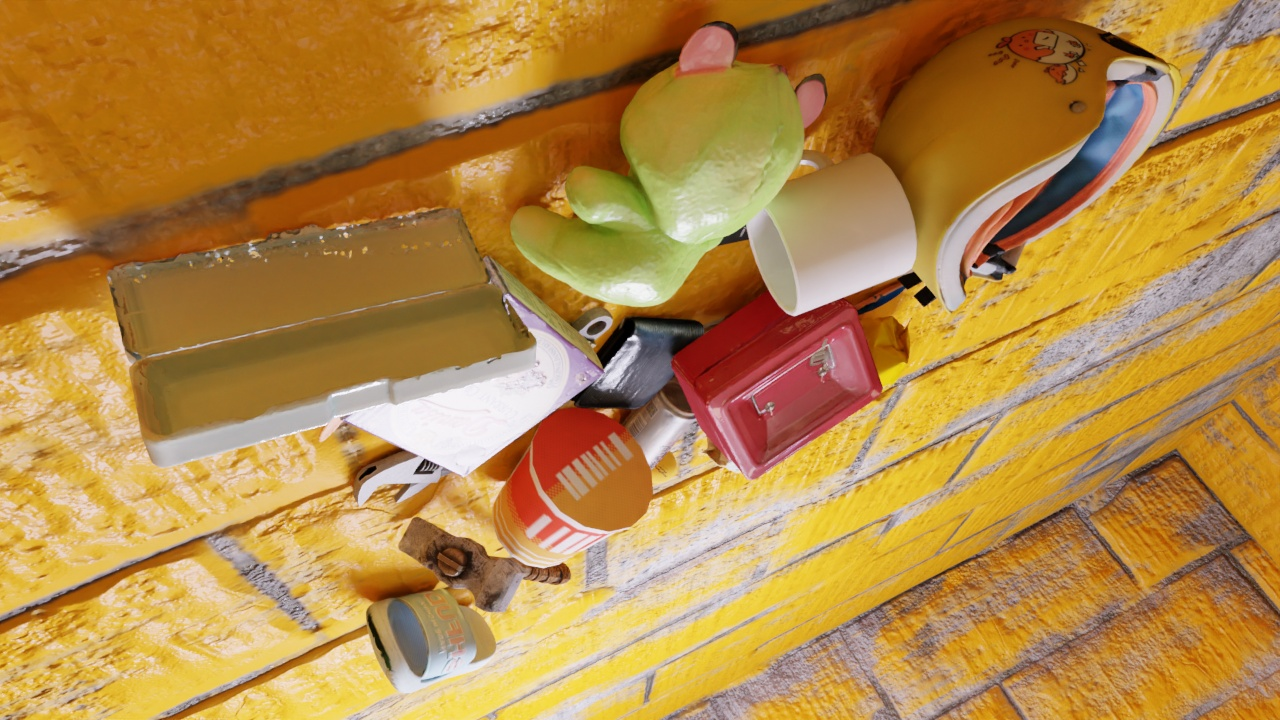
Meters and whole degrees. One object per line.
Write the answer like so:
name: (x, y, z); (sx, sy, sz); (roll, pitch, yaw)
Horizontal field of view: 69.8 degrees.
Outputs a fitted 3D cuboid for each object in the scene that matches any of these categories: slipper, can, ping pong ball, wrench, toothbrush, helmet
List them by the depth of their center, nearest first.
helmet: (0.268, -0.166, 0.684); (0.239, 0.139, 0.210); (-29, 155, -32)
wrench: (-0.131, 0.042, 0.764); (0.274, 0.018, 0.083); (-39, 151, 16)
can: (0.006, 0.075, 0.913); (0.054, 0.054, 0.136); (-3, 142, -42)
toothbrush: (0.223, -0.054, 0.950); (0.135, 0.017, 0.022); (-21, 153, -16)
ping pong ball: (0.020, 0.115, 1.007); (0.040, 0.040, 0.040); (-23, 152, -14)
slipper: (-0.222, 0.304, 1.030); (0.074, 0.104, 0.245); (-36, 158, 6)

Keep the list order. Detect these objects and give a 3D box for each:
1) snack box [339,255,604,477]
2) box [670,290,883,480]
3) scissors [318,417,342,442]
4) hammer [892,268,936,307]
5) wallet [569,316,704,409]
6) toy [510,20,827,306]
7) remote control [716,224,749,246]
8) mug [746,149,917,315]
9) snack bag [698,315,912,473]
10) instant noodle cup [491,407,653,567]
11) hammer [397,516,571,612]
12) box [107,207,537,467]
snack box: (-0.121, 0.011, 0.667); (0.148, 0.040, 0.143); (-37, 147, 8)
box: (0.121, 0.012, 0.823); (0.157, 0.092, 0.129); (-32, 135, -4)
scissors: (-0.206, 0.020, 0.663); (0.125, 0.011, 0.128); (-45, 147, 24)
hammer: (0.243, -0.092, 0.826); (0.304, 0.040, 0.133); (-17, 152, -47)
wallet: (-0.005, 0.005, 0.817); (0.089, 0.026, 0.115); (1, 139, -43)
toy: (0.025, -0.109, 0.582); (0.197, 0.107, 0.150); (-37, 151, 30)
remote control: (0.098, -0.116, 0.735); (0.146, 0.008, 0.045); (-15, 149, -27)
mug: (0.129, -0.103, 0.664); (0.090, 0.121, 0.091); (-21, 157, -5)
snack bag: (0.174, 0.038, 0.976); (0.247, 0.068, 0.159); (-31, 165, 3)
instant noodle cup: (-0.073, 0.129, 0.868); (0.123, 0.123, 0.121); (-5, 151, -40)
hammer: (-0.140, 0.223, 0.992); (0.049, 0.121, 0.319); (-62, 161, -7)
box: (-0.169, -0.020, 0.497); (0.196, 0.134, 0.041); (-15, 139, -26)
